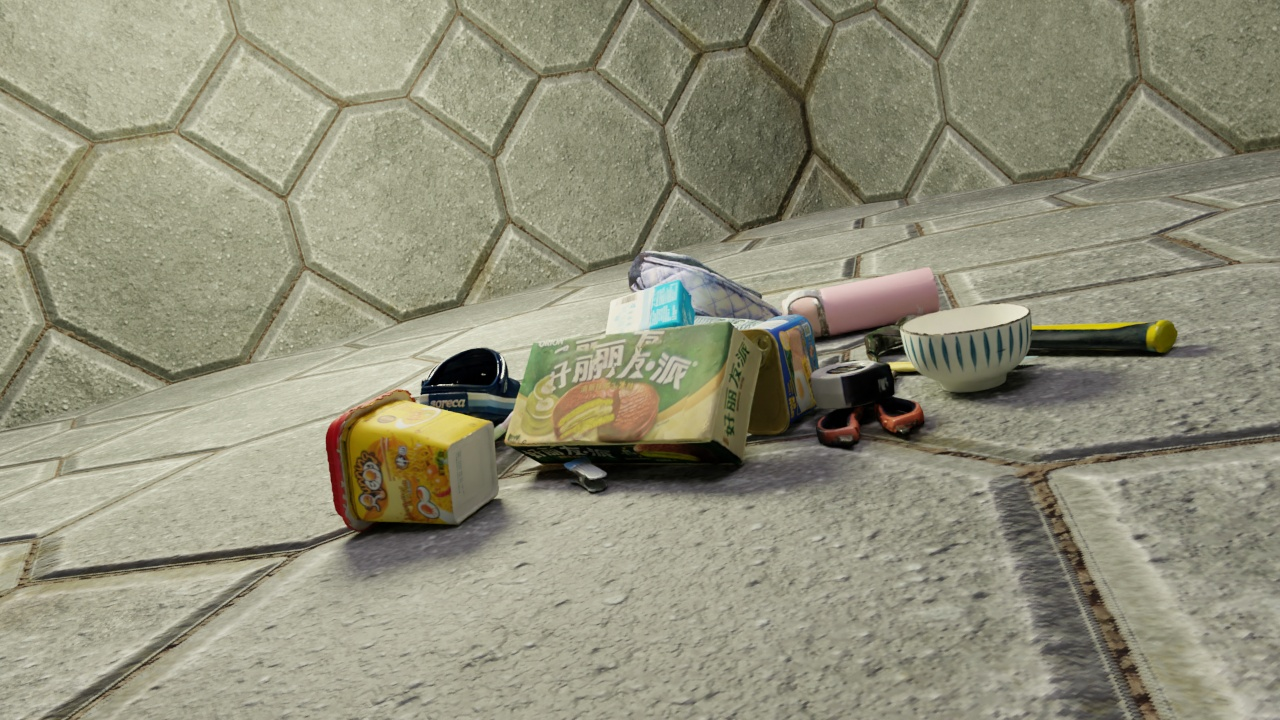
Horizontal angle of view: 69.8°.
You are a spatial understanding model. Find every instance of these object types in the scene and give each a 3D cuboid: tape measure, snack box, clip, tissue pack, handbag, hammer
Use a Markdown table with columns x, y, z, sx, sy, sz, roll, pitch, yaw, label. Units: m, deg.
| x | y | z | sx | sy | sz | roll | pitch | yaw | label |
| --- | --- | --- | --- | --- | --- | --- | --- | --- | --- |
| 0.191 | 0.022 | 0.847 | 0.066 | 0.033 | 0.066 | -15 | 7 | -17 | tape measure |
| -0.011 | 0.036 | 0.858 | 0.241 | 0.114 | 0.063 | -4 | -29 | 37 | snack box |
| -0.046 | 0.104 | 0.827 | 0.026 | 0.041 | 0.058 | -16 | 12 | -25 | clip |
| 0.014 | -0.032 | 1.014 | 0.090 | 0.063 | 0.139 | -17 | 27 | 12 | tissue pack |
| 0.091 | -0.081 | 1.213 | 0.134 | 0.075 | 0.193 | 20 | -2 | 44 | handbag |
| 0.375 | -0.022 | 0.956 | 0.125 | 0.032 | 0.324 | -21 | 14 | -37 | hammer |

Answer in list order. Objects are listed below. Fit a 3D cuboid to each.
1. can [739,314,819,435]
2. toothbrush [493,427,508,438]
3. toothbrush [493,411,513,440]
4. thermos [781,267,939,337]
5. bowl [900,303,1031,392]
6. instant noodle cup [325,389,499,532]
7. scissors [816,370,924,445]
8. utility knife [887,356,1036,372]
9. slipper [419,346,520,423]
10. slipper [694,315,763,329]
| x | y | z | sx | sy | sz | roll | pitch | yaw | label |
| --- | --- | --- | --- | --- | --- | --- | --- | --- | --- |
| 0.130 | 0.011 | 0.880 | 0.057 | 0.102 | 0.083 | -4 | 11 | 37 | can |
| -0.225 | 0.089 | 1.123 | 0.192 | 0.016 | 0.018 | -4 | 22 | 35 | toothbrush |
| -0.125 | 0.049 | 0.988 | 0.189 | 0.021 | 0.029 | -37 | 18 | 12 | toothbrush |
| 0.289 | -0.078 | 1.216 | 0.199 | 0.087 | 0.067 | -9 | 56 | 8 | thermos |
| 0.309 | -0.009 | 0.866 | 0.116 | 0.066 | 0.116 | -11 | 11 | 2 | bowl |
| -0.203 | 0.094 | 0.837 | 0.124 | 0.116 | 0.115 | 5 | 17 | 23 | instant noodle cup |
| 0.228 | 0.038 | 0.860 | 0.205 | 0.015 | 0.197 | -18 | 11 | -27 | scissors |
| 0.306 | 0.006 | 0.949 | 0.199 | 0.021 | 0.030 | 1 | 16 | 39 | utility knife |
| -0.204 | 0.031 | 1.089 | 0.105 | 0.095 | 0.252 | 1 | 0 | 3 | slipper |
| 0.074 | -0.002 | 1.075 | 0.103 | 0.074 | 0.246 | -30 | 25 | -30 | slipper |
